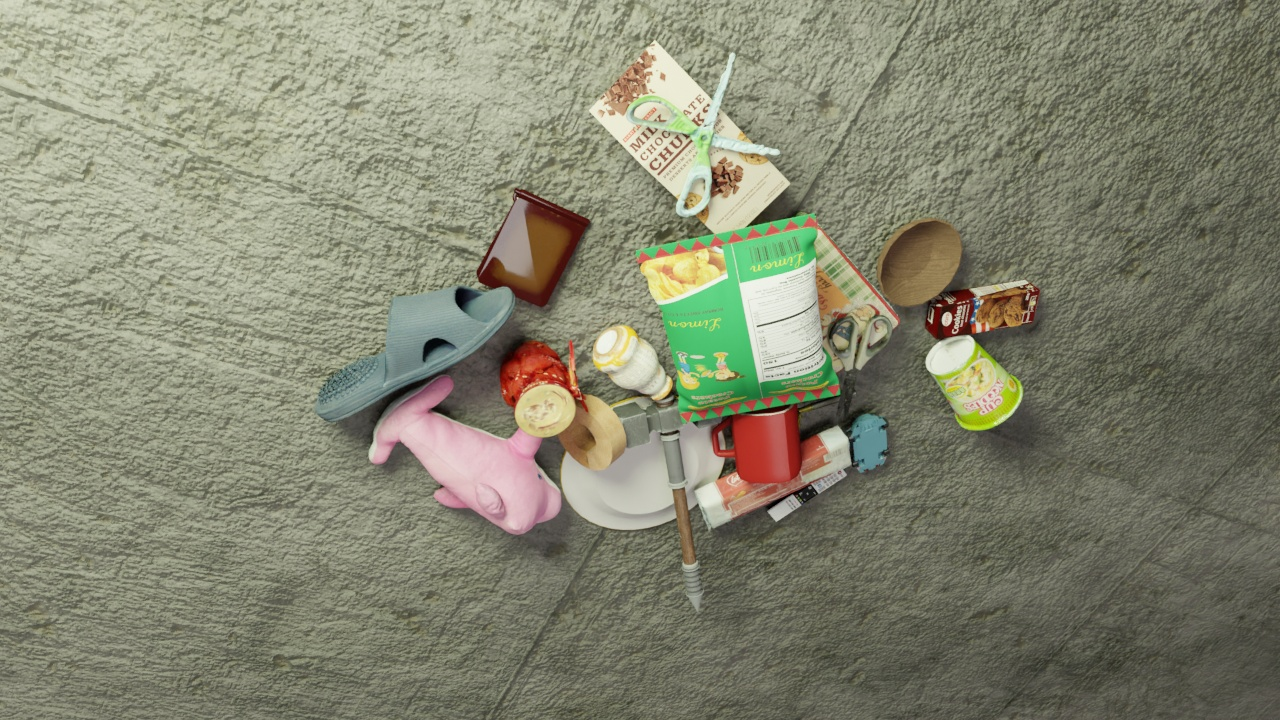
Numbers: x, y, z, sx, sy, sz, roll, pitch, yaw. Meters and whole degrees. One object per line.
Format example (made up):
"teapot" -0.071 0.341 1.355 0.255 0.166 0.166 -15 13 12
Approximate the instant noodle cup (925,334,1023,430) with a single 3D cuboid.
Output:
"instant noodle cup" 0.444 0.025 1.238 0.099 0.098 0.108 -41 116 11

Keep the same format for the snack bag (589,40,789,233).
"snack bag" 0.050 -0.230 0.968 0.094 0.069 0.206 -44 123 14

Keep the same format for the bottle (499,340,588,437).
"bottle" -0.112 0.030 1.069 0.099 0.111 0.099 -7 120 -13

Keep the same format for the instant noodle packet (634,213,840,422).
"instant noodle packet" 0.118 -0.039 1.053 0.196 0.090 0.253 -11 126 8

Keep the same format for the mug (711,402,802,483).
"mug" 0.149 0.099 1.199 0.116 0.080 0.097 -1 111 21

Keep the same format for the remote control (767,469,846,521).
"remote control" 0.241 0.190 1.334 0.124 0.011 0.028 -35 125 8

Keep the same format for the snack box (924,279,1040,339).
"snack box" 0.451 -0.068 1.213 0.140 0.031 0.051 -9 124 -10

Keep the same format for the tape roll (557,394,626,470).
"tape roll" -0.062 0.089 1.132 0.027 0.094 0.094 -36 136 -40

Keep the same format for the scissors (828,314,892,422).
"scissors" 0.260 0.010 1.166 0.132 0.012 0.170 24 118 -25

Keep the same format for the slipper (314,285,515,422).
"slipper" -0.261 -0.027 1.003 0.264 0.101 0.082 -29 118 11

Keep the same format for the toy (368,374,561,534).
"toy" -0.196 0.137 1.106 0.265 0.127 0.187 38 110 -27

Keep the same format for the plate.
"plate" 0.007 0.146 1.231 0.229 0.021 0.230 -7 124 -11

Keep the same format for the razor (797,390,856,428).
"razor" 0.245 0.058 1.239 0.105 0.042 0.026 -16 124 -17

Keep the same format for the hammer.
"hammer" 0.054 0.194 1.205 0.156 0.043 0.322 -15 111 -14

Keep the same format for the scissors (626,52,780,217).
"scissors" 0.064 -0.225 0.925 0.171 0.021 0.172 11 114 -18

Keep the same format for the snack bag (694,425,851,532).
"snack bag" 0.185 0.164 1.276 0.225 0.041 0.077 -24 142 1

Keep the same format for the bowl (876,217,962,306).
"bowl" 0.341 -0.126 1.141 0.117 0.030 0.118 -9 121 -15

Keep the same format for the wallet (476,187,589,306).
"wallet" -0.122 -0.125 1.023 0.091 0.018 0.116 21 111 -26

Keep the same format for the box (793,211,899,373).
"box" 0.221 -0.078 1.131 0.118 0.050 0.205 -41 123 11

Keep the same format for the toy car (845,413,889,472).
"toy car" 0.319 0.112 1.296 0.060 0.027 0.108 -21 135 -2

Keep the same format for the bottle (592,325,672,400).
"bottle" -0.007 0.006 1.113 0.063 0.063 0.108 -41 125 11
